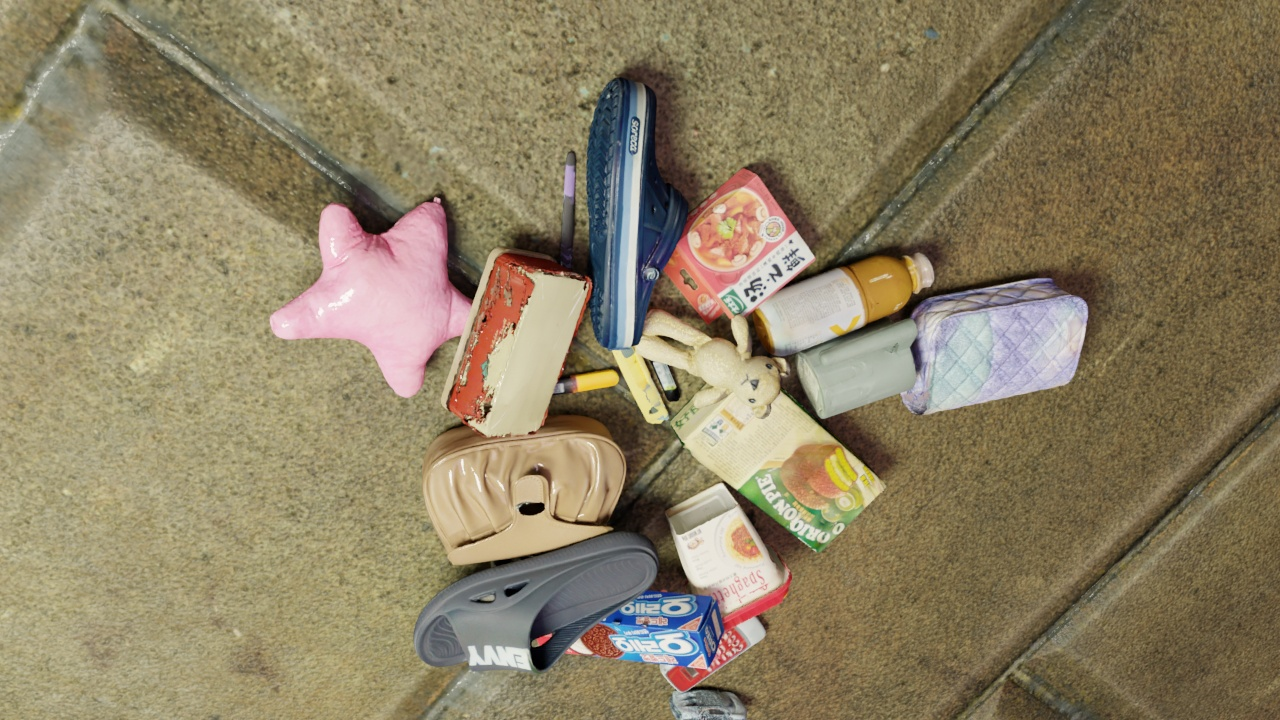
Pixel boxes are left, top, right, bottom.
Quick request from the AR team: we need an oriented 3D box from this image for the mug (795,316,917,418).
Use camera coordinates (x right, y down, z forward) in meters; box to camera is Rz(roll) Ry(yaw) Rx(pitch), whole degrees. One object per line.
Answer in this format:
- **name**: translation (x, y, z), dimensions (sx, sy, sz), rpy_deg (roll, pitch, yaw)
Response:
- **mug**: translation (0.228, 0.001, 0.967), dimensions (0.103, 0.083, 0.124), rpy_deg (-19, 158, -4)

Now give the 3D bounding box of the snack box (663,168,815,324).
- **snack box**: translation (0.091, -0.106, 0.916), dimensions (0.127, 0.044, 0.113), rpy_deg (-40, 117, 5)

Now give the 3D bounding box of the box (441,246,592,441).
- **box**: translation (-0.112, -0.012, 0.859), dimensions (0.091, 0.079, 0.168), rpy_deg (3, 112, -53)

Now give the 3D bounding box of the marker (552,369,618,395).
- **marker**: translation (-0.084, 0.026, 0.945), dimensions (0.123, 0.015, 0.018), rpy_deg (-10, 114, -8)

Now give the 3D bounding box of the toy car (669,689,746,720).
- **toy car**: translation (0.088, 0.437, 1.157), dimensions (0.105, 0.049, 0.031), rpy_deg (11, 113, -21)

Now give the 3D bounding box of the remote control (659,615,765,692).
- **remote control**: translation (0.090, 0.359, 1.139), dimensions (0.136, 0.020, 0.056), rpy_deg (-35, 117, 2)

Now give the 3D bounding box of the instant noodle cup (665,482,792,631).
- **instant noodle cup**: translation (0.091, 0.216, 1.030), dimensions (0.116, 0.116, 0.124), rpy_deg (-27, 106, -3)

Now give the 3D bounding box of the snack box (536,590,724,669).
- **snack box**: translation (-0.017, 0.285, 0.996), dimensions (0.208, 0.057, 0.058), rpy_deg (-2, 118, 24)

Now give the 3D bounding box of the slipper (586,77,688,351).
- **slipper**: translation (0.000, -0.127, 0.847), dimensions (0.095, 0.105, 0.253), rpy_deg (-3, 113, -16)

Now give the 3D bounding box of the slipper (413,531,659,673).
- **slipper**: translation (-0.103, 0.257, 0.927), dimensions (0.268, 0.083, 0.111), rpy_deg (-21, 129, -2)

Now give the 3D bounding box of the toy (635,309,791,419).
- **toy**: translation (0.069, -0.001, 0.912), dimensions (0.157, 0.066, 0.105), rpy_deg (25, 97, 8)

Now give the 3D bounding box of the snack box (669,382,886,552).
- **snack box**: translation (0.155, 0.105, 1.019), dimensions (0.240, 0.063, 0.114), rpy_deg (39, 99, -27)

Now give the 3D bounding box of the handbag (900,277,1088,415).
- **handbag**: translation (0.391, -0.015, 1.025), dimensions (0.193, 0.075, 0.134), rpy_deg (-9, 120, -10)

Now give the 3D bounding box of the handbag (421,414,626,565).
- **handbag**: translation (-0.117, 0.135, 0.935), dimensions (0.204, 0.099, 0.148), rpy_deg (-7, 111, -13)

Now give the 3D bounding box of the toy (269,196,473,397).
- **toy**: translation (-0.216, -0.064, 0.836), dimensions (0.194, 0.075, 0.178), rpy_deg (30, 88, -36)

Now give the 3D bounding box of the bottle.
- **bottle**: translation (0.213, -0.064, 0.956), dimensions (0.189, 0.068, 0.068), rpy_deg (-21, 117, -6)

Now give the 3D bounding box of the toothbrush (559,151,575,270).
- **toothbrush**: translation (-0.071, -0.106, 0.888), dimensions (0.014, 0.016, 0.189), rpy_deg (-1, 112, -15)

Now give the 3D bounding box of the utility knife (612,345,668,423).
- **utility knife**: translation (-0.006, 0.006, 0.959), dimensions (0.031, 0.018, 0.152), rpy_deg (-24, 122, 2)

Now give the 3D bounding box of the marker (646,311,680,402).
- **marker**: translation (0.016, -0.005, 0.959), dimensions (0.018, 0.015, 0.124), rpy_deg (-29, 121, -9)

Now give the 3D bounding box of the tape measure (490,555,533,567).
- **tape measure**: translation (-0.133, 0.229, 0.992), dimensions (0.033, 0.066, 0.066), rpy_deg (-34, 118, 5)
